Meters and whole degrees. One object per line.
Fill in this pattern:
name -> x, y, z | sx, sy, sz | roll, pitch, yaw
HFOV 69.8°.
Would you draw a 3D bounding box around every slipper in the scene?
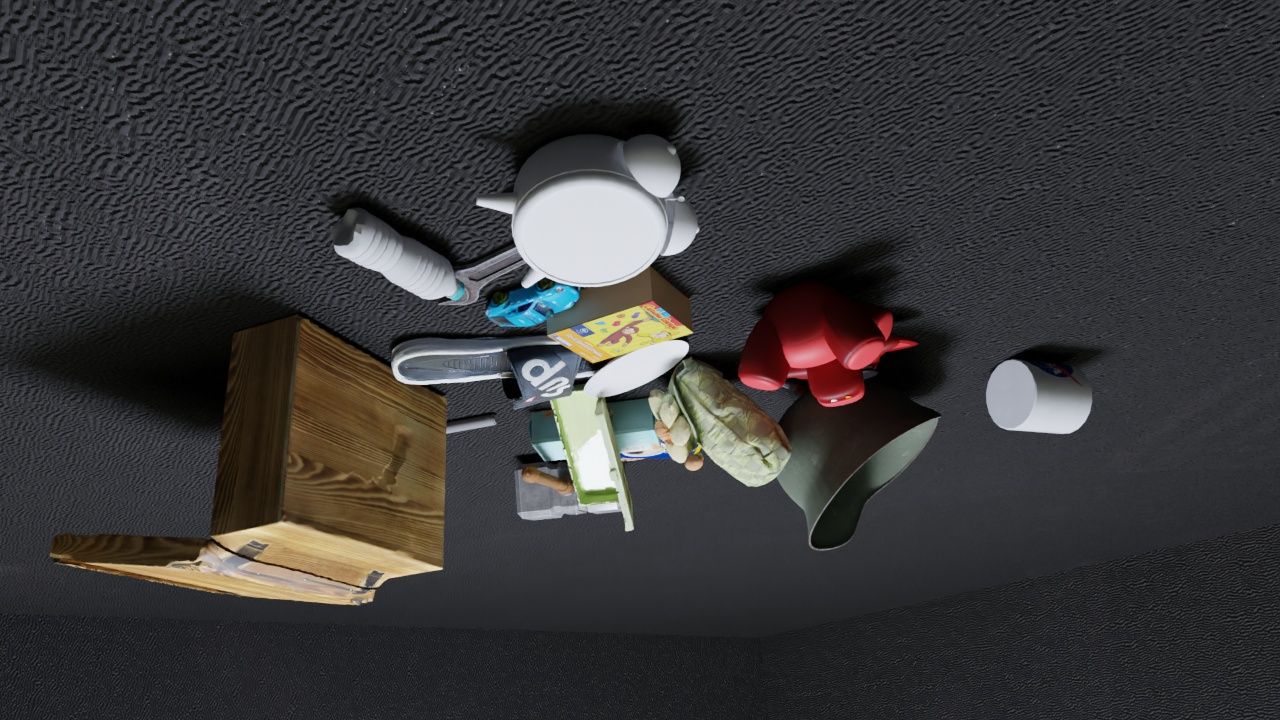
slipper -> -0.154, 0.016, 1.064 | 0.263, 0.063, 0.111 | 2, 155, -9

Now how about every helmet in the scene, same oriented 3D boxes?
helmet -> 0.267, 0.107, 1.188 | 0.267, 0.154, 0.228 | -8, 135, -43

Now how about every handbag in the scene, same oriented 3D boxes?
handbag -> 0.088, 0.089, 1.133 | 0.116, 0.186, 0.113 | -41, 164, -20

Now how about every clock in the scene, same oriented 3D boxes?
clock -> -0.039, -0.127, 0.755 | 0.161, 0.072, 0.125 | -12, 142, 10

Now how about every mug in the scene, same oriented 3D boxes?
mug -> 0.512, 0.045, 1.207 | 0.090, 0.091, 0.121 | 5, -173, -19

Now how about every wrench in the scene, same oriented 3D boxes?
wrench -> -0.104, -0.105, 0.862 | 0.274, 0.010, 0.070 | -20, 151, 32

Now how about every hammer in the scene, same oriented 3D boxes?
hammer -> -0.122, 0.176, 1.321 | 0.163, 0.083, 0.318 | -7, 167, 7

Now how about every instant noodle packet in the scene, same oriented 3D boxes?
instant noodle packet -> 0.029, 0.117, 1.353 | 0.134, 0.026, 0.087 | 2, 146, -12

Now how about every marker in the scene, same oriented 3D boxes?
marker -> 0.195, 0.033, 1.210 | 0.142, 0.012, 0.013 | 18, 148, -38
marker -> -0.264, 0.093, 1.271 | 0.141, 0.016, 0.016 | -11, 155, 15

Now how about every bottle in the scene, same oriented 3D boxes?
bottle -> -0.214, -0.090, 0.831 | 0.044, 0.044, 0.136 | -19, 150, 30

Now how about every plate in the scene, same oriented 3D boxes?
plate -> -0.006, 0.006, 1.084 | 0.134, 0.011, 0.135 | -23, 162, -8

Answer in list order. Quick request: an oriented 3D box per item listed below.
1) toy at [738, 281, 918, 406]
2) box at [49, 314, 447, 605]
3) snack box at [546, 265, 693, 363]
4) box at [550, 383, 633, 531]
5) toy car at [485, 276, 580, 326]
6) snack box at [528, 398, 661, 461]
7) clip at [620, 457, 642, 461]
toy -> 0.205, -0.011, 1.000 | 0.159, 0.120, 0.197 | -20, 160, 26
box -> -0.439, 0.163, 1.065 | 0.337, 0.286, 0.279 | -14, 154, 17
snack box -> -0.022, -0.046, 0.968 | 0.126, 0.040, 0.088 | -16, 153, 26
box -> -0.065, 0.126, 1.190 | 0.082, 0.097, 0.188 | -9, 117, 7
toy car -> -0.111, -0.057, 0.941 | 0.105, 0.032, 0.048 | -17, 152, 24
snack box -> -0.060, 0.096, 1.265 | 0.175, 0.053, 0.075 | -8, 156, 6
clip -> -0.004, 0.136, 1.404 | 0.061, 0.049, 0.026 | -41, 160, -16
